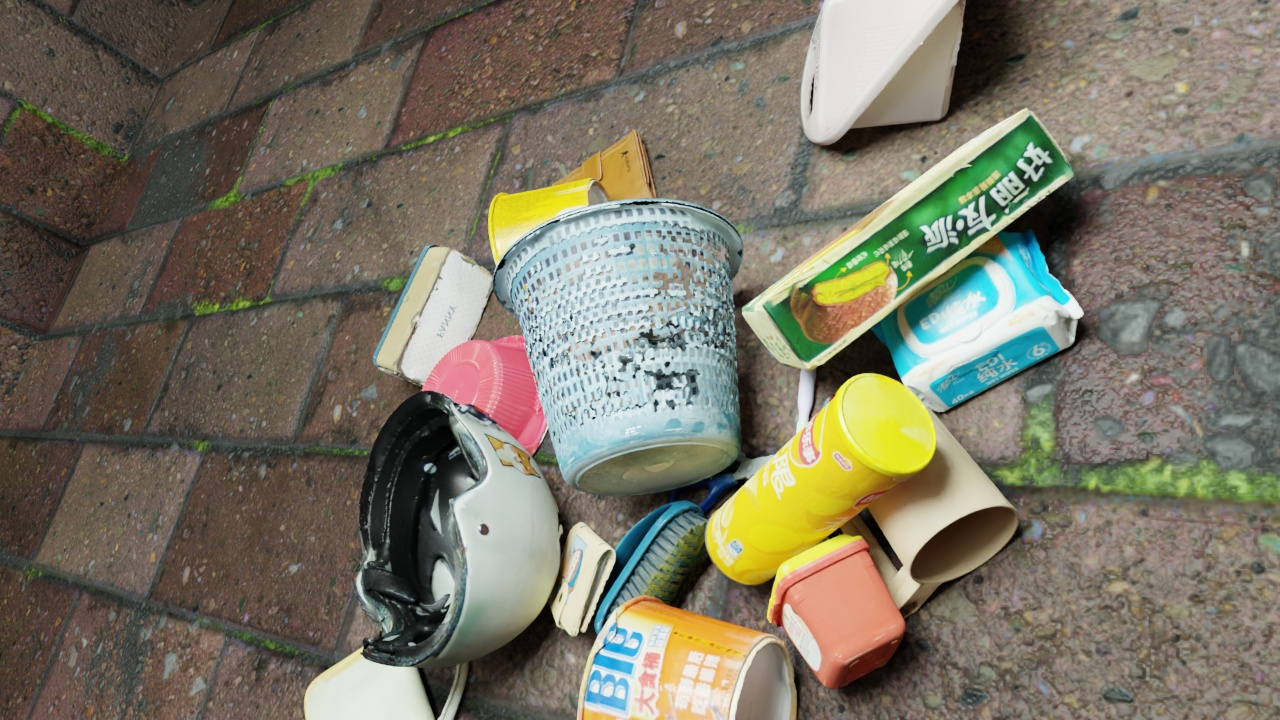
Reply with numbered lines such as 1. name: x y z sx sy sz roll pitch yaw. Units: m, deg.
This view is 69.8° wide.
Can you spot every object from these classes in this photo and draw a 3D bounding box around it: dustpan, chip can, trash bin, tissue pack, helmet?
1. dustpan: 0.203 -0.317 0.800 0.139 0.274 0.222 2 63 14
2. chip can: 0.119 0.092 0.654 0.214 0.072 0.072 124 148 -52
3. trash bin: -0.005 0.005 0.789 0.227 0.226 0.194 -24 63 29
4. tissue pack: 0.250 -0.031 0.696 0.140 0.063 0.089 -32 48 23
5. helmet: -0.164 0.164 0.877 0.230 0.156 0.274 -59 33 16

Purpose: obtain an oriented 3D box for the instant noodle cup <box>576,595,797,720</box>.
1. instant noodle cup: 0.041 0.254 0.668 0.112 0.151 0.151 0 67 31

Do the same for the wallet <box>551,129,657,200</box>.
1. wallet: -0.045 -0.199 1.067 0.131 0.035 0.119 -28 58 26

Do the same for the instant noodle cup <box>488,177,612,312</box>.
1. instant noodle cup: -0.083 -0.128 0.987 0.110 0.138 0.137 -14 57 16

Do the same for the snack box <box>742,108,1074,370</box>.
1. snack box: 0.194 -0.087 0.698 0.240 0.063 0.114 -37 2 0

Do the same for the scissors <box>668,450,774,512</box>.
1. scissors: 0.082 0.098 0.790 0.157 0.012 0.165 -52 36 14

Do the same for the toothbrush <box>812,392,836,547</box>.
1. toothbrush: 0.145 0.115 0.741 0.017 0.016 0.187 149 135 -63

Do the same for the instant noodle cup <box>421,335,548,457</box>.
1. instant noodle cup: -0.185 0.049 1.024 0.194 0.066 0.193 -21 55 32

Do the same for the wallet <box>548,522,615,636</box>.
1. wallet: -0.056 0.198 0.828 0.087 0.024 0.115 -66 16 -5

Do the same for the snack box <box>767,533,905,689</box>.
1. snack box: 0.139 0.181 0.651 0.082 0.091 0.080 -23 57 -11

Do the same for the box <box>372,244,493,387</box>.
1. box: -0.247 -0.056 1.119 0.059 0.089 0.184 9 71 44

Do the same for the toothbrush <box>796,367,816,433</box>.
1. toothbrush: 0.141 0.020 0.793 0.029 0.021 0.188 -28 46 60

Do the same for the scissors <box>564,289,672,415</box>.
1. scissors: -0.040 -0.004 0.963 0.170 0.019 0.179 7 71 42

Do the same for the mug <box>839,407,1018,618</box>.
1. mug: 0.195 0.108 0.667 0.125 0.084 0.103 -63 36 33

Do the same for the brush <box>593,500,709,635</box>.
1. brush: 0.006 0.181 0.792 0.073 0.055 0.144 37 96 47

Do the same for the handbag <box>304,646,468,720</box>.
1. handbag: -0.236 0.351 0.915 0.179 0.063 0.163 -37 46 0
